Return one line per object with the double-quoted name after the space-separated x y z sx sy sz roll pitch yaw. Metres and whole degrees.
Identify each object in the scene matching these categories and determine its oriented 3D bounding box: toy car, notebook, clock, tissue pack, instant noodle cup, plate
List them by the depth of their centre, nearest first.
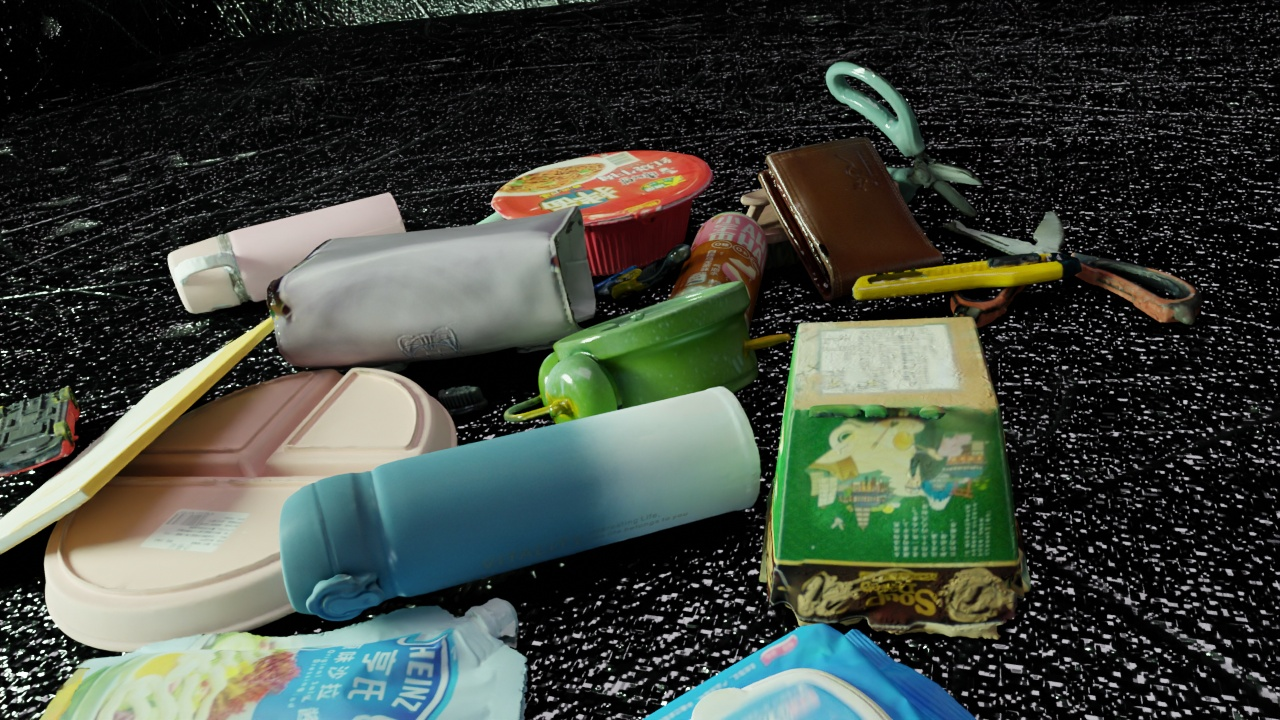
0.046 0.142 0.293 0.156 0.052 0.095 -22 31 -23 "tissue pack"
-0.218 0.067 0.517 0.229 0.028 0.229 -10 30 6 "plate"
-0.003 0.003 0.531 0.161 0.056 0.116 -19 5 -8 "clock"
-0.312 0.046 0.558 0.146 0.010 0.205 -26 21 22 "notebook"
-0.404 0.050 0.613 0.049 0.031 0.106 -21 27 -21 "toy car"
-0.030 -0.128 0.809 0.194 0.066 0.193 -7 29 4 "instant noodle cup"

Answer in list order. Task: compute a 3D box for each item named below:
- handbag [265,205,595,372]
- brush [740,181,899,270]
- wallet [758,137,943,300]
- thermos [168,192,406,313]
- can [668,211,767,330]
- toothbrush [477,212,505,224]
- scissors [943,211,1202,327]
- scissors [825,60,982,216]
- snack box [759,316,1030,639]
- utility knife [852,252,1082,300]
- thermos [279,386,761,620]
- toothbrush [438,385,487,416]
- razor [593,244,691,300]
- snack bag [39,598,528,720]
-0.136 -0.046 0.640 0.197 0.098 0.144 -7 10 5 "handbag"
0.139 -0.127 0.753 0.145 0.073 0.063 -25 33 -25 "brush"
0.159 -0.110 0.695 0.101 0.032 0.124 -17 71 -22 "wallet"
-0.310 -0.097 0.817 0.198 0.067 0.087 -18 -2 -20 "thermos"
0.057 -0.056 0.656 0.058 0.058 0.147 -1 29 14 "can"
-0.168 -0.093 0.823 0.027 0.027 0.223 -7 24 32 "toothbrush"
0.294 -0.067 0.655 0.189 0.015 0.221 10 33 32 "scissors"
0.212 -0.169 0.782 0.019 0.179 0.173 -42 82 -14 "scissors"
0.111 0.042 0.407 0.118 0.106 0.117 -1 28 12 "snack box"
0.220 -0.058 0.625 0.154 0.015 0.033 -7 25 3 "utility knife"
-0.053 0.066 0.433 0.220 0.070 0.070 -13 28 -17 "thermos"
-0.192 0.032 0.606 0.189 0.018 0.014 -5 31 10 "toothbrush"
0.006 -0.064 0.680 0.042 0.022 0.143 -31 7 -22 "razor"
-0.139 0.141 0.367 0.191 0.039 0.110 -7 17 1 "snack bag"
